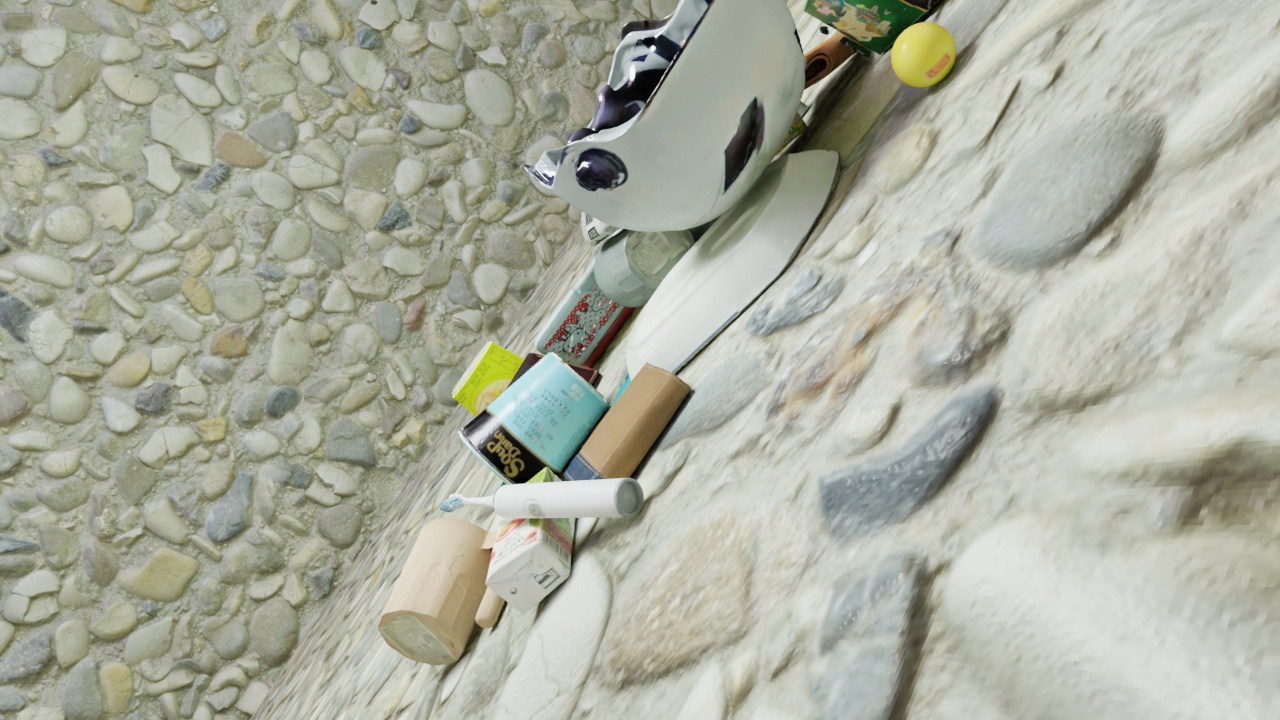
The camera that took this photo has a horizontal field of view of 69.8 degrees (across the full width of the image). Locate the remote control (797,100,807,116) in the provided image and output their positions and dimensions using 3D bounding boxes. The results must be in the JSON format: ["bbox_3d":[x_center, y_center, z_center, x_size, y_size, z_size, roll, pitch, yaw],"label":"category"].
[{"bbox_3d":[0.120,-0.211,0.950,0.135,0.019,0.056,-53,12,9],"label":"remote control"}]

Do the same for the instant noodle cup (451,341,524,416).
[{"bbox_3d":[-0.152,0.043,1.083,0.112,0.123,0.111,-52,12,16],"label":"instant noodle cup"}]

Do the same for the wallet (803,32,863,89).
[{"bbox_3d":[0.144,-0.262,0.849,0.119,0.035,0.130,-20,17,36],"label":"wallet"}]

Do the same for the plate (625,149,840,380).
[{"bbox_3d":[0.063,-0.076,0.761,0.267,0.034,0.161,-44,15,42],"label":"plate"}]

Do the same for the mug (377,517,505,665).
[{"bbox_3d":[-0.162,0.203,0.820,0.125,0.084,0.103,-18,31,27],"label":"mug"}]

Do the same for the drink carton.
[{"bbox_3d":[-0.081,0.138,0.717,0.053,0.045,0.122,-41,16,12],"label":"drink carton"}]

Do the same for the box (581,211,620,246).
[{"bbox_3d":[-0.011,-0.162,0.928,0.162,0.075,0.086,-12,56,66],"label":"box"}]

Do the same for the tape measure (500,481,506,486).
[{"bbox_3d":[-0.138,0.133,1.021,0.058,0.025,0.055,-59,13,-20],"label":"tape measure"}]

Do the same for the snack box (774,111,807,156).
[{"bbox_3d":[0.086,-0.184,0.875,0.141,0.034,0.086,-35,7,36],"label":"snack box"}]

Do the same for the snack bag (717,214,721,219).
[{"bbox_3d":[0.102,-0.153,0.842,0.045,0.026,0.105,-44,7,-21],"label":"snack bag"}]

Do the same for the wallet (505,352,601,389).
[{"bbox_3d":[-0.110,0.048,1.004,0.020,0.096,0.122,76,-145,-51],"label":"wallet"}]

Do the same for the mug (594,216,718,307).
[{"bbox_3d":[0.021,-0.115,0.969,0.123,0.083,0.103,-33,6,-18],"label":"mug"}]

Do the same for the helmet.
[{"bbox_3d":[0.040,-0.195,0.738,0.259,0.146,0.228,-15,41,58],"label":"helmet"}]

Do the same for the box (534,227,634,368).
[{"bbox_3d":[-0.032,-0.079,1.089,0.201,0.069,0.157,-53,-13,8],"label":"box"}]

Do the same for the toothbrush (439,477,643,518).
[{"bbox_3d":[-0.083,0.104,0.680,0.222,0.027,0.026,-10,14,45],"label":"toothbrush"}]

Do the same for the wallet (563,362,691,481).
[{"bbox_3d":[-0.012,0.057,0.704,0.115,0.033,0.090,-55,14,-4],"label":"wallet"}]

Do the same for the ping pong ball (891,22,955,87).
[{"bbox_3d":[0.184,-0.199,0.598,0.040,0.040,0.040,-52,12,15],"label":"ping pong ball"}]

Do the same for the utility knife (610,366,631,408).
[{"bbox_3d":[-0.005,0.005,0.866,0.029,0.013,0.184,-44,16,48],"label":"utility knife"}]

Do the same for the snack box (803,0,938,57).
[{"bbox_3d":[0.201,-0.332,0.760,0.117,0.118,0.106,-61,3,-26],"label":"snack box"}]

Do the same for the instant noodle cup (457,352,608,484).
[{"bbox_3d":[-0.096,0.060,0.888,0.120,0.111,0.111,-47,11,-4],"label":"instant noodle cup"}]
